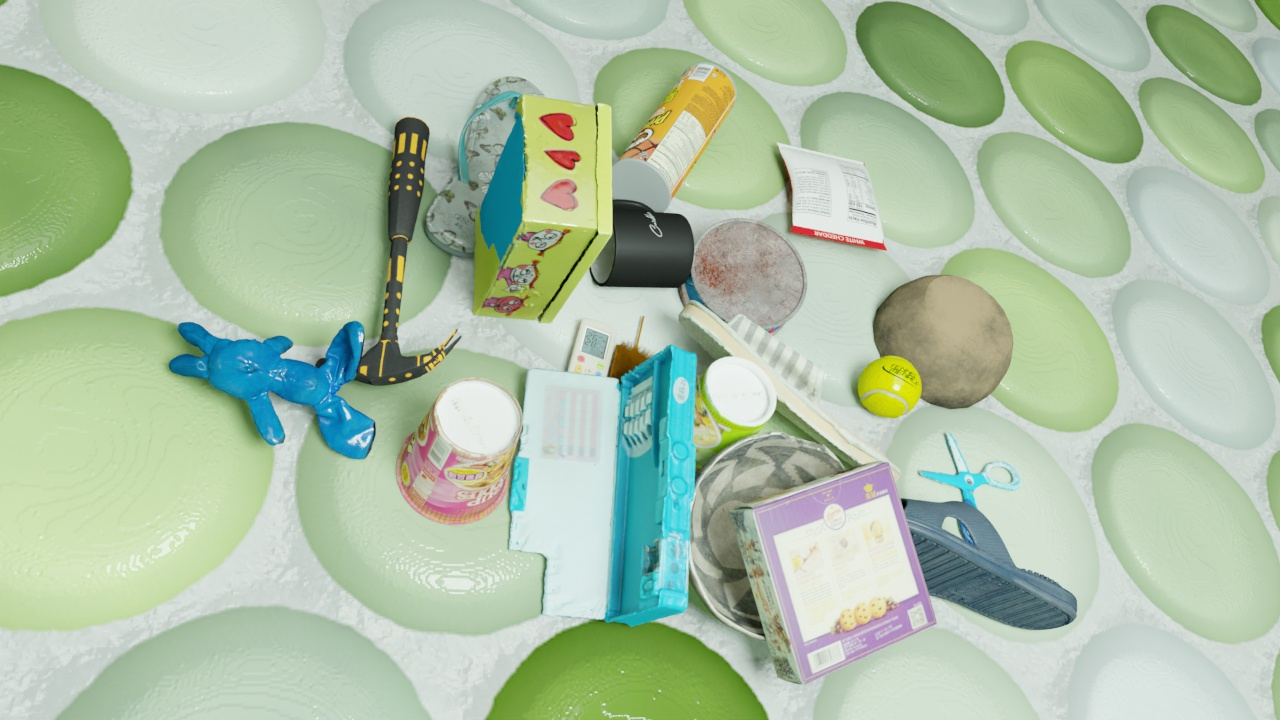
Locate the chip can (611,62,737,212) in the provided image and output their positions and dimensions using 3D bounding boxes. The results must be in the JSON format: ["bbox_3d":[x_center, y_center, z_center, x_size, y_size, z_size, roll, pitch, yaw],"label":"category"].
[{"bbox_3d":[0.040,-0.258,1.058,0.075,0.075,0.214,32,52,-2],"label":"chip can"}]

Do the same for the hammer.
[{"bbox_3d":[-0.223,-0.113,0.863,0.123,0.036,0.319,-7,55,4],"label":"hammer"}]

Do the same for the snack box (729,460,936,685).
[{"bbox_3d":[0.163,0.173,0.768,0.143,0.041,0.148,-14,86,-24],"label":"snack box"}]

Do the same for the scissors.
[{"bbox_3d":[0.358,0.140,0.984,0.134,0.011,0.139,13,57,-19],"label":"scissors"}]

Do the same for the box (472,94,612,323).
[{"bbox_3d":[-0.090,-0.125,0.814,0.082,0.222,0.124,4,70,-21],"label":"box"}]

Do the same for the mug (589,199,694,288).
[{"bbox_3d":[-0.005,-0.128,0.958,0.088,0.078,0.113,-1,49,-24],"label":"mug"}]

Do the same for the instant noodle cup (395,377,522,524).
[{"bbox_3d":[-0.142,0.070,0.749,0.097,0.109,0.097,11,56,-18],"label":"instant noodle cup"}]

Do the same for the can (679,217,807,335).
[{"bbox_3d":[0.110,-0.085,0.981,0.130,0.044,0.129,5,68,-13],"label":"can"}]

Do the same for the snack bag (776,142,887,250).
[{"bbox_3d":[0.236,-0.205,1.132,0.130,0.039,0.143,8,57,-19],"label":"snack bag"}]

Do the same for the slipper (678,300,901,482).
[{"bbox_3d":[0.151,0.029,0.904,0.272,0.114,0.054,41,82,-5],"label":"slipper"}]

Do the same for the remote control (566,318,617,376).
[{"bbox_3d":[-0.052,0.013,0.883,0.038,0.018,0.125,20,53,-11],"label":"remote control"}]

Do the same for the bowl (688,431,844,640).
[{"bbox_3d":[0.105,0.156,0.814,0.178,0.081,0.178,5,77,-21],"label":"bowl"}]

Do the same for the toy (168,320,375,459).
[{"bbox_3d":[-0.292,0.006,0.741,0.176,0.071,0.112,18,88,-7],"label":"toy"}]

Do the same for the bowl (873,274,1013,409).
[{"bbox_3d":[0.356,-0.030,1.053,0.162,0.070,0.162,11,56,-17],"label":"bowl"}]

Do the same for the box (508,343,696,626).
[{"bbox_3d":[-0.024,0.109,0.793,0.086,0.170,0.226,45,42,-53],"label":"box"}]

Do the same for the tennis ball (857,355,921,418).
[{"bbox_3d":[0.266,0.029,0.980,0.065,0.066,0.065,11,56,-17],"label":"tennis ball"}]

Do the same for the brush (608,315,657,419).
[{"bbox_3d":[-0.006,0.005,0.903,0.048,0.017,0.126,25,53,-17],"label":"brush"}]

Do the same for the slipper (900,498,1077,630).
[{"bbox_3d":[0.305,0.179,0.882,0.263,0.101,0.082,25,54,-12],"label":"slipper"}]

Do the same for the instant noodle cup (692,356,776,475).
[{"bbox_3d":[0.071,0.053,0.854,0.099,0.108,0.098,10,57,-16],"label":"instant noodle cup"}]

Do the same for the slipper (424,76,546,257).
[{"bbox_3d":[-0.144,-0.217,0.968,0.098,0.055,0.268,23,55,-12],"label":"slipper"}]
